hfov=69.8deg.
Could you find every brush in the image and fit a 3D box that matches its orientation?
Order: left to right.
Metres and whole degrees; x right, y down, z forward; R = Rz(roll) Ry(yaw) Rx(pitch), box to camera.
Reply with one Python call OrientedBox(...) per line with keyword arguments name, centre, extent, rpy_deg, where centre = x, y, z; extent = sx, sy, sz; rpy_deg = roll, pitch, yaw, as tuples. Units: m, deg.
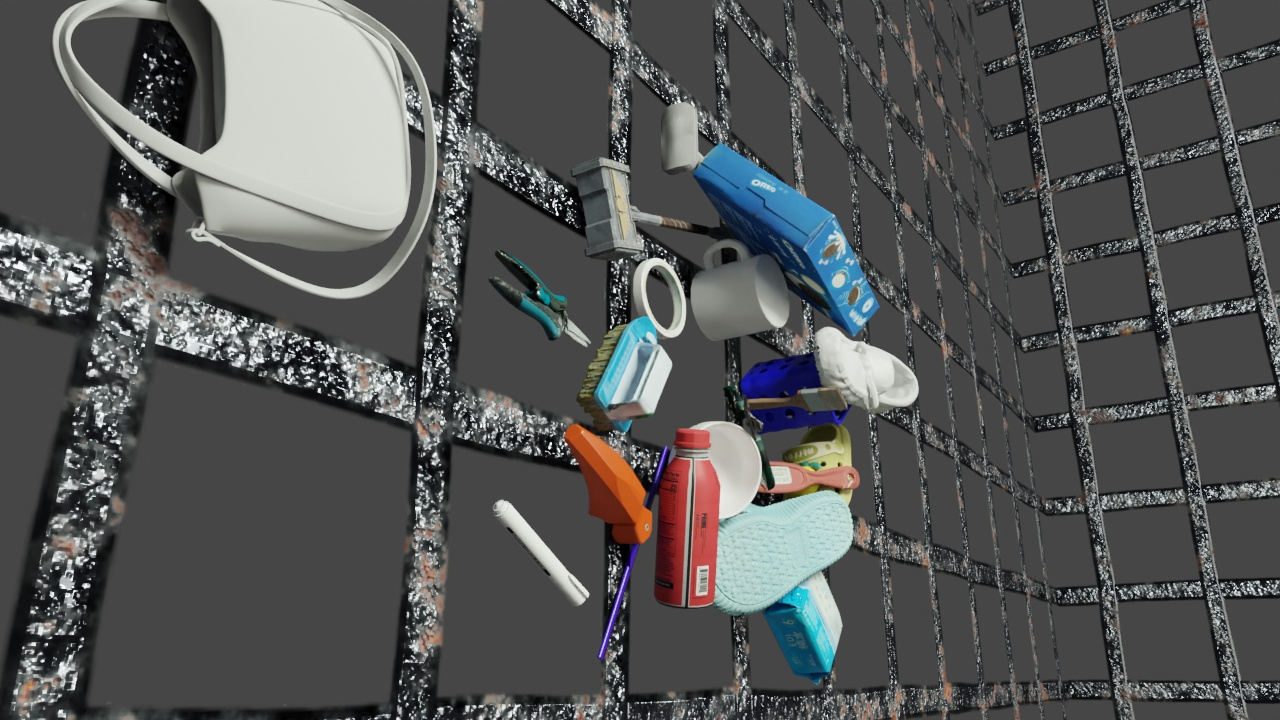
OrientedBox(name="brush", centre=(-0.005, 0.005, 0.920), extent=(0.055, 0.075, 0.135), rpy_deg=(55, 39, -32))
OrientedBox(name="brush", centre=(0.177, 0.050, 1.121), extent=(0.045, 0.143, 0.008), rpy_deg=(53, 41, -46))
OrientedBox(name="brush", centre=(0.201, 0.151, 1.161), extent=(0.172, 0.030, 0.041), rpy_deg=(4, 67, -25))

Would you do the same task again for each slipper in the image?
OrientedBox(name="slipper", centre=(0.152, 0.221, 1.086), extent=(0.275, 0.070, 0.116), rpy_deg=(-11, 87, -41))
OrientedBox(name="slipper", centre=(0.235, 0.140, 1.235), extent=(0.081, 0.092, 0.190), rpy_deg=(55, 35, -27))
OrientedBox(name="slipper", centre=(0.286, 0.018, 1.162), extent=(0.246, 0.075, 0.112), rpy_deg=(21, 47, -51))

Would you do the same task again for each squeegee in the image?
OrientedBox(name="squeegee", centre=(-0.024, 0.127, 0.868), extent=(0.185, 0.055, 0.248), rpy_deg=(61, 35, -38))

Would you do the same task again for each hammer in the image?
OrientedBox(name="hammer", centre=(0.033, -0.160, 1.071), extent=(0.321, 0.044, 0.098), rpy_deg=(-4, 83, -60))

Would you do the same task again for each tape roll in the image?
OrientedBox(name="tape roll", centre=(0.022, -0.070, 1.046), extent=(0.093, 0.013, 0.093), rpy_deg=(25, 59, -51))

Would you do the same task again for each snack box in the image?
OrientedBox(name="snack box", centre=(0.184, -0.146, 1.140), extent=(0.056, 0.195, 0.239), rpy_deg=(-47, 145, 0))

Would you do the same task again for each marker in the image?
OrientedBox(name="marker", centre=(-0.086, 0.167, 0.795), extent=(0.133, 0.020, 0.017), rpy_deg=(56, 29, -30))

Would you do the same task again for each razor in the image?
OrientedBox(name="razor", centre=(0.068, -0.256, 1.157), extent=(0.116, 0.047, 0.088), rpy_deg=(32, 54, -58))

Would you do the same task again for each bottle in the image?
OrientedBox(name="bottle", centre=(0.049, 0.158, 0.932), extent=(0.062, 0.062, 0.176), rpy_deg=(2, 91, -57))

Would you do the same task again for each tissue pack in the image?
OrientedBox(name="tissue pack", centre=(0.201, 0.318, 1.147), extent=(0.144, 0.062, 0.092), rpy_deg=(65, 34, -21))

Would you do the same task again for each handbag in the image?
OrientedBox(name="handbag", centre=(-0.250, -0.157, 0.589), extent=(0.222, 0.096, 0.215), rpy_deg=(6, 72, -51))

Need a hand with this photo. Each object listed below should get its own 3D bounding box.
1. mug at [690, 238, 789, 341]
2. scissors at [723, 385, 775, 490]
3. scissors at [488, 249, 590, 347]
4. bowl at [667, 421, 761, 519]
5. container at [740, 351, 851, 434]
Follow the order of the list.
OrientedBox(name="mug", centre=(0.118, -0.090, 1.126), extent=(0.090, 0.090, 0.121), rpy_deg=(-41, 114, -54))
OrientedBox(name="scissors", centre=(0.132, 0.094, 1.042), extent=(0.209, 0.015, 0.154), rpy_deg=(177, -108, -89))
OrientedBox(name="scissors", centre=(-0.091, -0.057, 0.863), extent=(0.128, 0.019, 0.139), rpy_deg=(-33, 109, -56))
OrientedBox(name="bowl", centre=(0.076, 0.118, 1.008), extent=(0.104, 0.054, 0.105), rpy_deg=(0, 89, -24))
OrientedBox(name="container", centre=(0.202, 0.040, 1.191), extent=(0.084, 0.114, 0.085), rpy_deg=(-41, 114, -54))
